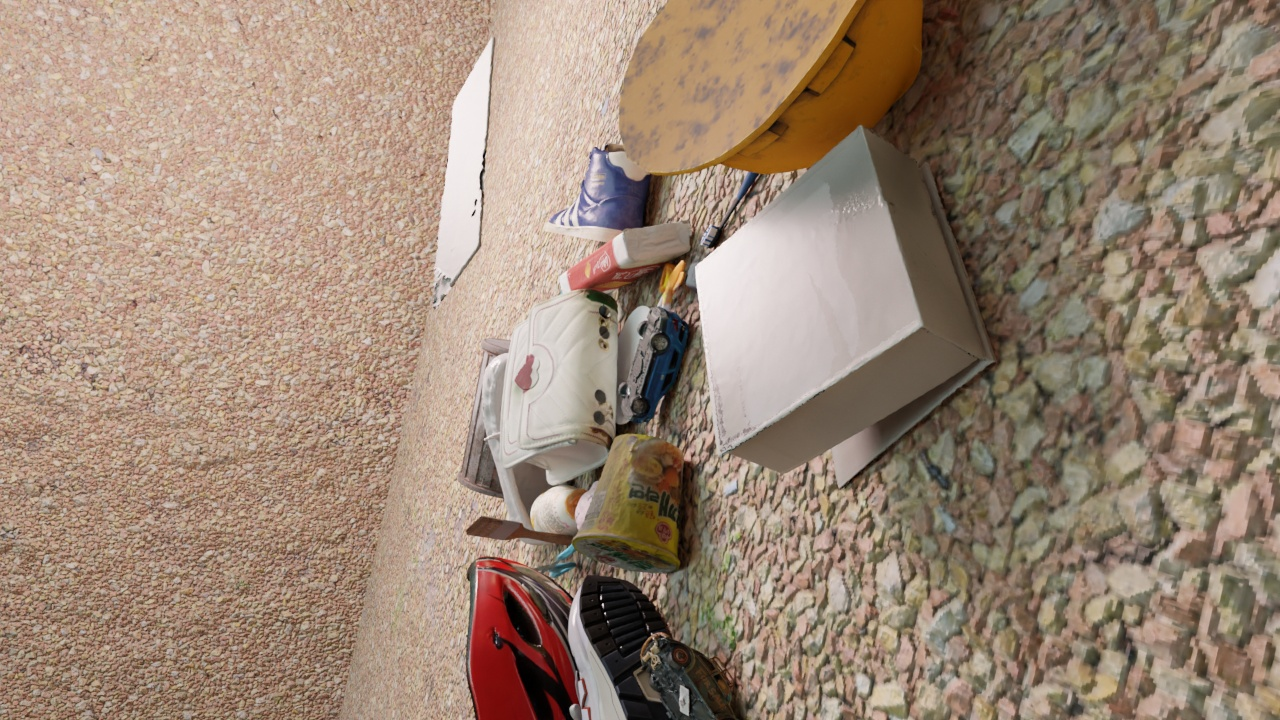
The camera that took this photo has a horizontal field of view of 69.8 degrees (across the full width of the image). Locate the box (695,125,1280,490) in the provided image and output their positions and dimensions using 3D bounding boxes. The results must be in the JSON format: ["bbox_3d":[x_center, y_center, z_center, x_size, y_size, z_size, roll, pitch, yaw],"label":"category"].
[{"bbox_3d":[0.255,-0.004,0.642,0.172,0.403,0.168,126,150,-47],"label":"box"}]

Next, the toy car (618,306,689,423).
[{"bbox_3d":[0.014,0.006,0.924,0.056,0.043,0.120,-131,57,-65],"label":"toy car"}]

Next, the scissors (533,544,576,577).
[{"bbox_3d":[-0.086,0.223,1.029,0.015,0.135,0.135,61,-175,19],"label":"scissors"}]

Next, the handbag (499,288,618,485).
[{"bbox_3d":[-0.089,0.029,1.056,0.142,0.096,0.198,-29,47,39],"label":"handbag"}]

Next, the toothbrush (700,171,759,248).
[{"bbox_3d":[0.098,-0.164,0.845,0.014,0.014,0.168,-82,17,-44],"label":"toothbrush"}]

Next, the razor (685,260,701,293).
[{"bbox_3d":[0.069,-0.074,0.836,0.143,0.052,0.047,-148,70,-78],"label":"razor"}]

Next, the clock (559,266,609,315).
[{"bbox_3d":[-0.079,-0.064,1.195,0.090,0.053,0.124,135,142,-57],"label":"clock"}]

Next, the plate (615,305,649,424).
[{"bbox_3d":[-0.006,0.006,1.023,0.135,0.011,0.134,-168,91,-70],"label":"plate"}]

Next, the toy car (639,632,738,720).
[{"bbox_3d":[0.047,0.254,0.697,0.112,0.047,0.047,53,135,26],"label":"toy car"}]

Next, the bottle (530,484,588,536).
[{"bbox_3d":[-0.086,0.175,1.063,0.109,0.063,0.063,144,134,-61],"label":"bottle"}]

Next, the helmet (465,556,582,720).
[{"bbox_3d":[-0.118,0.326,0.903,0.218,0.167,0.271,112,150,-67],"label":"helmet"}]

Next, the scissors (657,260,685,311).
[{"bbox_3d":[0.031,-0.072,0.933,0.130,0.013,0.070,149,129,-81],"label":"scissors"}]

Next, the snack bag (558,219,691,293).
[{"bbox_3d":[-0.022,-0.110,1.041,0.226,0.077,0.041,-14,89,67],"label":"snack bag"}]

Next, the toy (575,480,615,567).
[{"bbox_3d":[-0.035,0.164,0.957,0.063,0.047,0.110,-57,38,5],"label":"toy"}]

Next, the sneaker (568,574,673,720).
[{"bbox_3d":[-0.024,0.305,0.792,0.124,0.088,0.239,-66,27,21],"label":"sneaker"}]

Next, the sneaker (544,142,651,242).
[{"bbox_3d":[-0.055,-0.212,1.159,0.233,0.091,0.118,-152,71,-68],"label":"sneaker"}]

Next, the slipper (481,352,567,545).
[{"bbox_3d":[-0.142,0.112,1.140,0.075,0.112,0.247,-8,94,47],"label":"slipper"}]

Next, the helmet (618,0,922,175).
[{"bbox_3d":[0.112,-0.216,0.665,0.256,0.131,0.205,-23,55,49],"label":"helmet"}]

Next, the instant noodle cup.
[{"bbox_3d":[-0.002,0.131,0.843,0.102,0.102,0.108,-40,33,59],"label":"instant noodle cup"}]

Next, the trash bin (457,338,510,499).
[{"bbox_3d":[-0.167,0.070,1.245,0.131,0.130,0.211,-151,73,-69],"label":"trash bin"}]

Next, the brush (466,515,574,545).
[{"bbox_3d":[-0.121,0.196,1.028,0.045,0.143,0.008,-42,41,44],"label":"brush"}]
